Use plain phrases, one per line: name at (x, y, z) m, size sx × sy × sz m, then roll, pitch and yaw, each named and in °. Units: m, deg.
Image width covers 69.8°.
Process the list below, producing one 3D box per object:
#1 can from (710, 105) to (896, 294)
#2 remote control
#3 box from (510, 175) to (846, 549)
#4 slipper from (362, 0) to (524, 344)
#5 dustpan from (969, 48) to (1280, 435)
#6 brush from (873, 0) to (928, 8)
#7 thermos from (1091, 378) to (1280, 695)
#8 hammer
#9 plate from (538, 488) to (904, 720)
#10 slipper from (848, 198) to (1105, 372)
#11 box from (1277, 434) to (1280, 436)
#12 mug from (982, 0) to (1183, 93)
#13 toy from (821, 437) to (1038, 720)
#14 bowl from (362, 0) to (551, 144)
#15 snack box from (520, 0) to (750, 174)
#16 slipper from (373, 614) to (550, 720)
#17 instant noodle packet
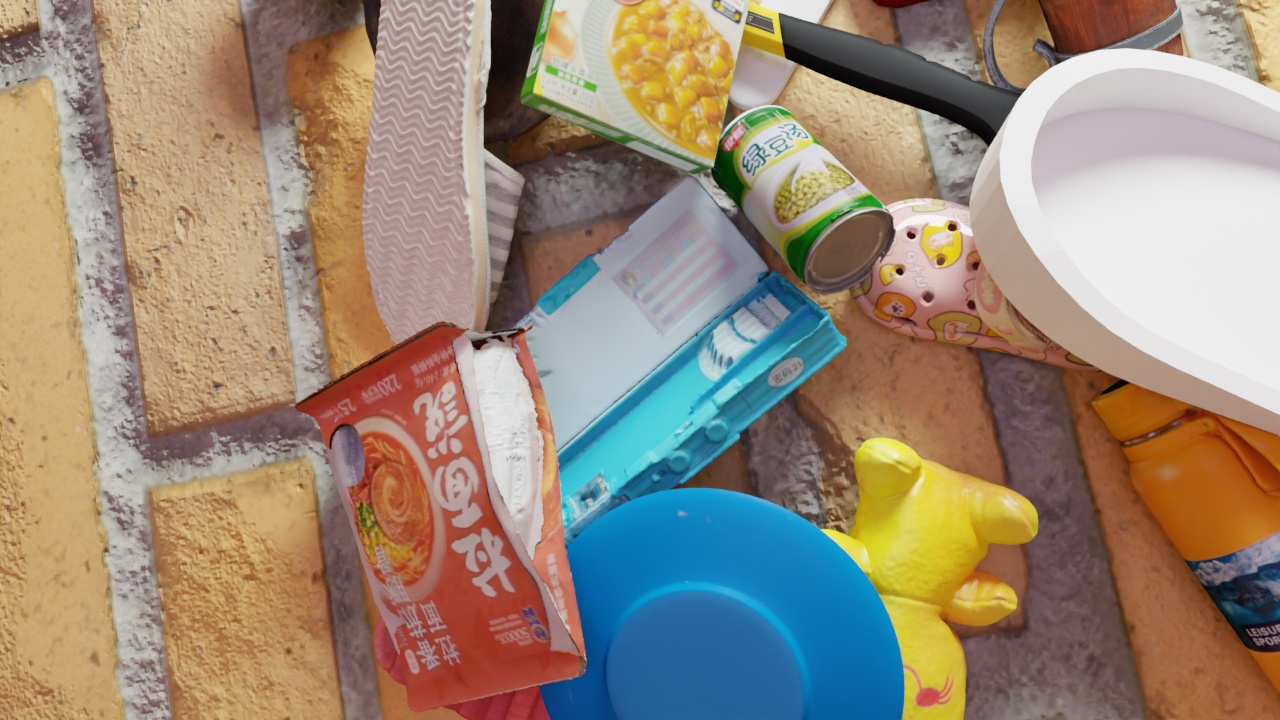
can at (0.101, -0.105, 0.590) m, size 0.067 × 0.067 × 0.121 m, roll -36°, pitch 54°, yaw 5°
remote control at (0.103, -0.240, 0.652) m, size 0.043 × 0.013 × 0.136 m, roll 30°, pitch 90°, yaw 11°
box at (0.004, 0.011, 0.616) m, size 0.227 × 0.086 × 0.168 m, roll -40°, pitch 63°, yaw 4°
slipper at (-0.136, -0.131, 0.626) m, size 0.114 × 0.053 × 0.273 m, roll 14°, pitch 113°, yaw 23°
dustpan at (0.321, -0.075, 0.511) m, size 0.258 × 0.053 × 0.191 m, roll 21°, pitch 73°, yaw 9°
brush at (0.231, -0.301, 0.621) m, size 0.173 × 0.042 × 0.082 m, roll -11°, pitch 83°, yaw 9°
thermos at (0.366, 0.103, 0.535) m, size 0.092 × 0.076 × 0.232 m, roll -41°, pitch 76°, yaw 44°
hammer at (0.102, -0.219, 0.625) m, size 0.324 × 0.029 × 0.127 m, roll 26°, pitch 89°, yaw 17°
plate at (0.039, 0.187, 0.540) m, size 0.224 × 0.024 × 0.224 m, roll 2°, pitch 99°, yaw 15°
slipper at (0.231, -0.052, 0.578) m, size 0.197 × 0.081 × 0.093 m, roll 15°, pitch 86°, yaw 9°
box at (0.456, 0.046, 0.548) m, size 0.151 × 0.040 × 0.214 m, roll -33°, pitch 80°, yaw 18°
mug at (0.272, -0.227, 0.577) m, size 0.118 × 0.081 × 0.111 m, roll -14°, pitch 116°, yaw 32°
toy at (0.150, 0.146, 0.567) m, size 0.134 × 0.087 × 0.194 m, roll 15°, pitch 96°, yaw -2°
bowl at (-0.105, -0.236, 0.632) m, size 0.162 × 0.070 × 0.162 m, roll 12°, pitch 120°, yaw 22°
snack box at (0.005, -0.219, 0.579) m, size 0.131 × 0.027 × 0.168 m, roll 16°, pitch 83°, yaw -28°
slipper at (-0.075, 0.220, 0.615) m, size 0.249 × 0.059 × 0.103 m, roll 17°, pitch 87°, yaw 12°
instant noodle packet at (-0.120, 0.104, 0.590) m, size 0.165 × 0.083 × 0.220 m, roll -23°, pitch 78°, yaw 32°
